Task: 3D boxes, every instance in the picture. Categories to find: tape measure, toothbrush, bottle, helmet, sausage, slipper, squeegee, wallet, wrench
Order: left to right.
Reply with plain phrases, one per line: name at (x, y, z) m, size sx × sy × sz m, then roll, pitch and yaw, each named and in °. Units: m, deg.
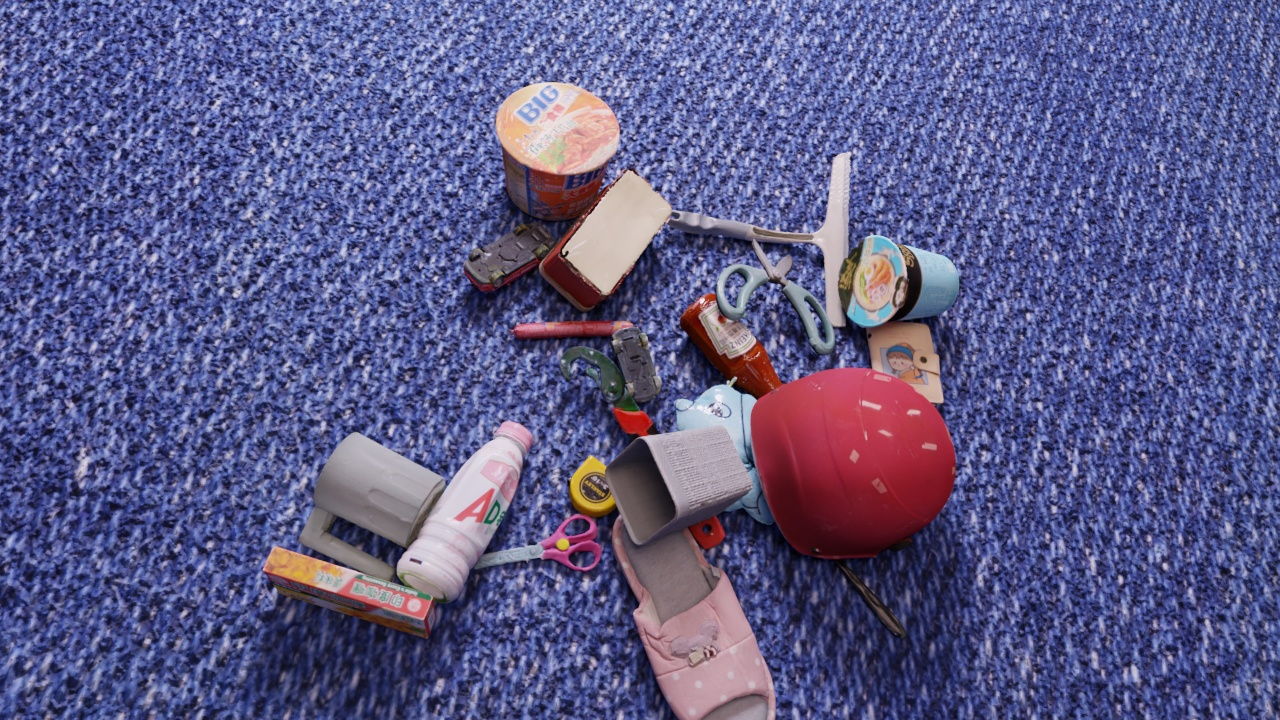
bottle at (-0.172, 0.149, 0.942) m, size 0.068 × 0.068 × 0.196 m, roll 25°, pitch 57°, yaw 5°
sausage at (-0.078, -0.037, 1.090) m, size 0.155 × 0.020 × 0.020 m, roll -2°, pitch 61°, yaw -11°
tape measure at (-0.049, 0.140, 0.988) m, size 0.060 × 0.029 × 0.057 m, roll 36°, pitch 60°, yaw 11°
wrench at (0.004, 0.091, 1.018) m, size 0.056 × 0.016 × 0.273 m, roll -35°, pitch 78°, yaw -15°
slipper at (0.052, 0.262, 0.921) m, size 0.114 × 0.055 × 0.274 m, roll -17°, pitch 63°, yaw -18°
bottle at (0.130, 0.011, 1.076) m, size 0.059 × 0.060 × 0.206 m, roll -36°, pitch 78°, yaw -25°
squeegee at (0.146, -0.168, 1.192) m, size 0.246 × 0.039 × 0.246 m, roll 6°, pitch 74°, yaw -4°
toothbrush at (0.223, 0.226, 0.995) m, size 0.015 × 0.018 × 0.181 m, roll -31°, pitch 71°, yaw -28°
helmet at (0.249, 0.098, 0.977) m, size 0.239 × 0.144 × 0.206 m, roll -3°, pitch 70°, yaw -25°
wallet at (0.328, 0.004, 1.136) m, size 0.087 × 0.024 × 0.115 m, roll 1°, pitch 59°, yaw -3°

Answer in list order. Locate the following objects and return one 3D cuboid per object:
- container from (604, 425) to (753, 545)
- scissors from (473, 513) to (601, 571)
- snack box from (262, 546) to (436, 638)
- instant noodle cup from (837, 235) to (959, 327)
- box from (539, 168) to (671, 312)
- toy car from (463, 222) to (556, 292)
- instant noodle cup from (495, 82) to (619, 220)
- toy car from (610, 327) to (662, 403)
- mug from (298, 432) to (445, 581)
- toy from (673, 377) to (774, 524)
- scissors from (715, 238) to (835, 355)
container at (0.042, 0.123, 0.942) m, size 0.114 × 0.090 × 0.090 m, roll -10°, pitch 66°, yaw -38°
scissors at (-0.107, 0.202, 0.953) m, size 0.135 × 0.017 × 0.063 m, roll -12°, pitch 76°, yaw -11°
snack box at (-0.274, 0.222, 0.875) m, size 0.156 × 0.077 × 0.027 m, roll 17°, pitch 59°, yaw 0°
instant noodle cup at (0.327, -0.094, 1.137) m, size 0.120 × 0.111 × 0.111 m, roll 1°, pitch 58°, yaw -33°
box at (-0.035, -0.148, 1.111) m, size 0.091 × 0.080 × 0.168 m, roll 42°, pitch 60°, yaw -13°
toy car at (-0.157, -0.122, 1.108) m, size 0.120 × 0.045 × 0.053 m, roll -33°, pitch 69°, yaw -30°
instant noodle cup at (-0.107, -0.255, 1.154) m, size 0.151 × 0.112 × 0.151 m, roll 4°, pitch 60°, yaw -8°
toy car at (-0.006, 0.006, 1.069) m, size 0.043 × 0.034 × 0.090 m, roll -16°, pitch 79°, yaw -16°
mug at (-0.270, 0.149, 0.924) m, size 0.103 × 0.083 × 0.124 m, roll 25°, pitch 86°, yaw 3°
toy at (0.108, 0.096, 1.029) m, size 0.161 × 0.050 × 0.156 m, roll 16°, pitch 64°, yaw -3°
scissors at (0.165, -0.065, 1.103) m, size 0.170 × 0.019 × 0.173 m, roll 51°, pitch 46°, yaw 2°
